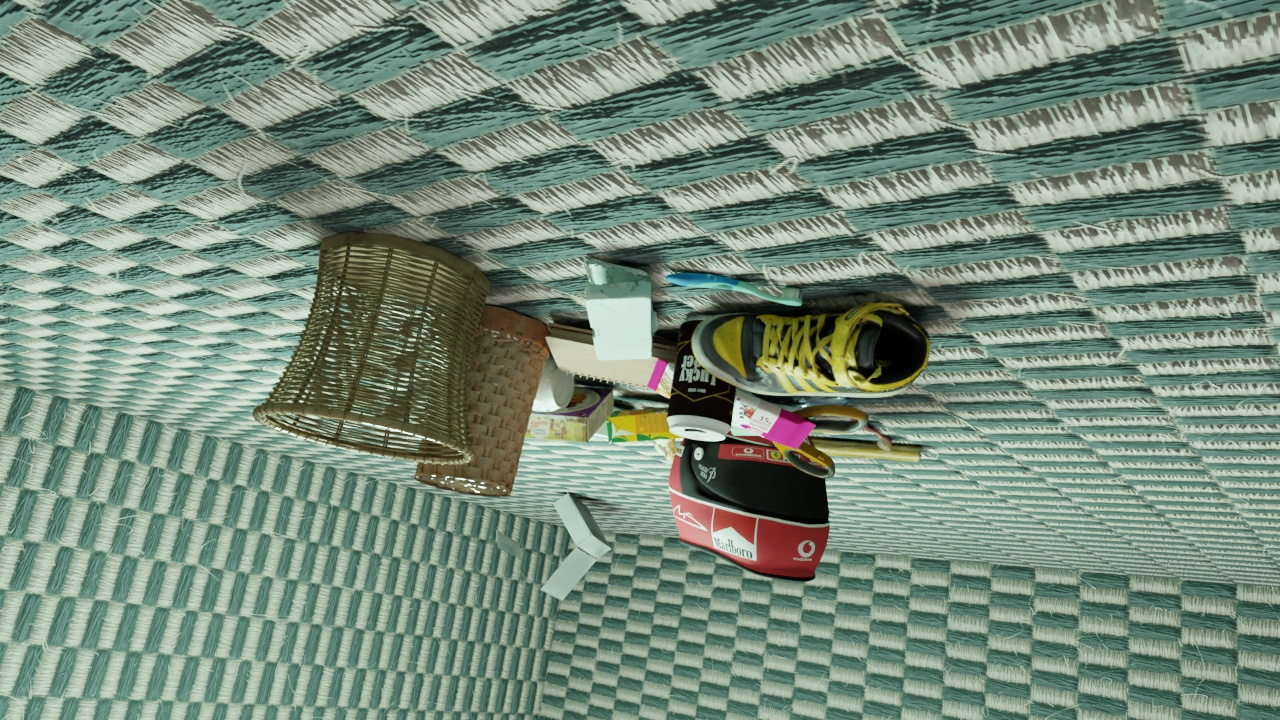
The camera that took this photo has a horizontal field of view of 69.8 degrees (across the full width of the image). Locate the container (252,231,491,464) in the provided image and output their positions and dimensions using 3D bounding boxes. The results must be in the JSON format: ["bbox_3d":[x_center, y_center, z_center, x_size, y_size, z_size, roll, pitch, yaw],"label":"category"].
[{"bbox_3d":[-0.272,-0.008,0.987,0.227,0.196,0.227,8,164,2],"label":"container"}]

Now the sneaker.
[{"bbox_3d":[0.173,-0.012,0.921,0.238,0.086,0.122,5,170,1],"label":"sneaker"}]

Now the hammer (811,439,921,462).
[{"bbox_3d":[0.287,0.141,1.505,0.331,0.033,0.132,2,162,20],"label":"hammer"}]

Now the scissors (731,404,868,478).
[{"bbox_3d":[0.179,0.081,1.108,0.225,0.016,0.227,32,148,-22],"label":"scissors"}]

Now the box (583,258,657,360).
[{"bbox_3d":[-0.019,-0.047,0.980,0.085,0.070,0.199,26,165,10],"label":"box"}]

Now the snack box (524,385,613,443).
[{"bbox_3d":[-0.128,0.076,1.353,0.148,0.040,0.143,3,-164,12],"label":"snack box"}]

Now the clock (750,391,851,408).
[{"bbox_3d":[0.203,0.019,1.072,0.161,0.060,0.117,15,162,-26],"label":"clock"}]

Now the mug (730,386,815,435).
[{"bbox_3d":[0.174,0.052,1.189,0.104,0.084,0.111,0,-170,15],"label":"mug"}]

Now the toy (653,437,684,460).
[{"bbox_3d":[0.037,0.118,1.487,0.106,0.085,0.074,26,-161,13],"label":"toy"}]

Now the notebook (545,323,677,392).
[{"bbox_3d":[-0.007,0.007,1.159,0.210,0.022,0.169,11,165,5],"label":"notebook"}]

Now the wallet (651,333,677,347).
[{"bbox_3d":[0.009,-0.013,1.150,0.087,0.013,0.121,20,163,-27],"label":"wallet"}]

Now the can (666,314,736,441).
[{"bbox_3d":[0.072,0.019,1.014,0.072,0.128,0.072,8,164,2],"label":"can"}]

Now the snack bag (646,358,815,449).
[{"bbox_3d":[0.104,0.053,1.080,0.196,0.016,0.070,23,147,1],"label":"snack bag"}]

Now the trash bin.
[{"bbox_3d":[-0.201,0.052,1.134,0.151,0.209,0.151,8,164,2],"label":"trash bin"}]

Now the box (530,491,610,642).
[{"bbox_3d":[-0.189,0.603,2.672,0.150,0.411,0.167,-1,155,20],"label":"box"}]

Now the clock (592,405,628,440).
[{"bbox_3d":[-0.058,0.102,1.513,0.083,0.057,0.118,11,171,-8],"label":"clock"}]

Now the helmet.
[{"bbox_3d":[0.159,0.174,1.324,0.197,0.224,0.271,11,178,-32],"label":"helmet"}]

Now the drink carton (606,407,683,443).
[{"bbox_3d":[0.013,0.098,1.416,0.122,0.041,0.058,-4,-174,7],"label":"drink carton"}]

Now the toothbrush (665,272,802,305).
[{"bbox_3d":[0.092,-0.073,0.895,0.135,0.017,0.022,11,165,4],"label":"toothbrush"}]

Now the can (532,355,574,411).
[{"bbox_3d":[-0.168,0.030,1.281,0.136,0.078,0.078,2,163,22],"label":"can"}]

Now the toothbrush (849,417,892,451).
[{"bbox_3d":[0.340,0.104,1.372,0.015,0.015,0.184,5,163,37],"label":"toothbrush"}]
